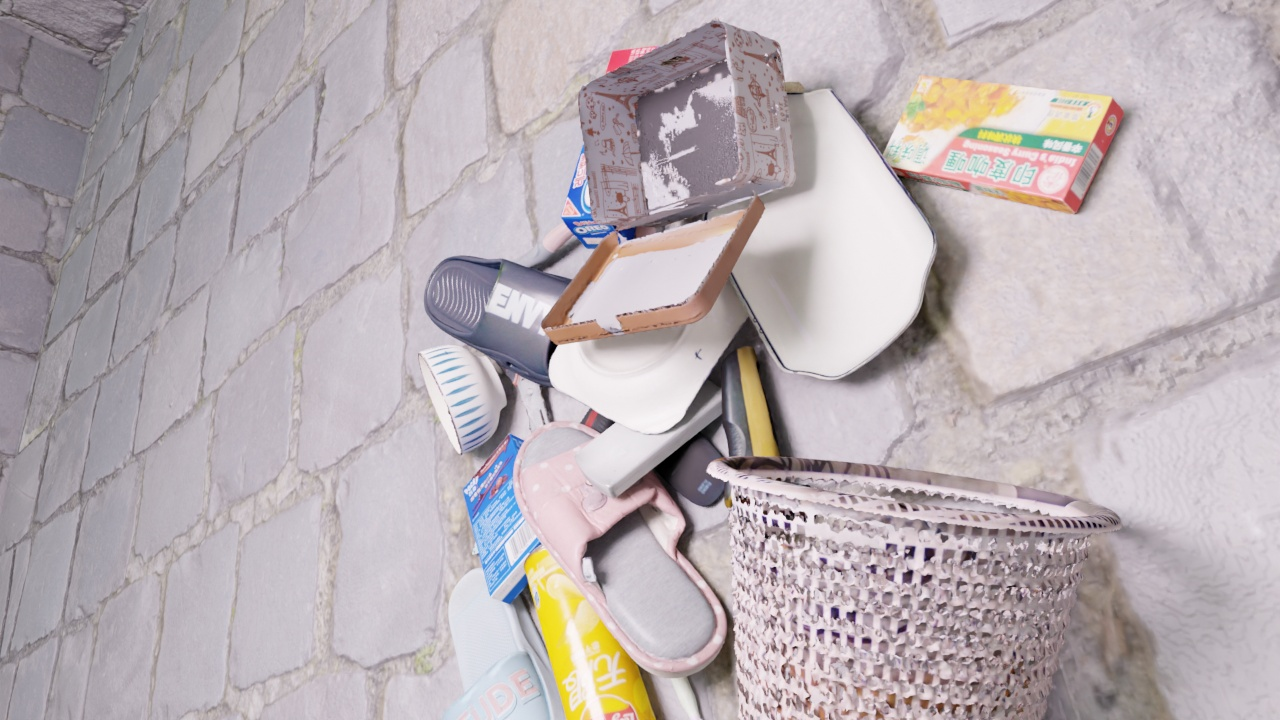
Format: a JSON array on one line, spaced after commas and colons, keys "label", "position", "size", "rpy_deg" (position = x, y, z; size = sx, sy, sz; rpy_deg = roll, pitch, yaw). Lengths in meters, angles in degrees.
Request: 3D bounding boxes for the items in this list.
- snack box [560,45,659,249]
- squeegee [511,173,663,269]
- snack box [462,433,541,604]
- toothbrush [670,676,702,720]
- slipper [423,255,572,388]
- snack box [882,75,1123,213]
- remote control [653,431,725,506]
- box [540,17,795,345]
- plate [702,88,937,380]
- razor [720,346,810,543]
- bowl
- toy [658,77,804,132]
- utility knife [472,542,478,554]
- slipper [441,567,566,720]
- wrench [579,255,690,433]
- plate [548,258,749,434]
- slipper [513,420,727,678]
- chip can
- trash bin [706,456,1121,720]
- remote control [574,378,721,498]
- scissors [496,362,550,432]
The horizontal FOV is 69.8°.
[{"label": "snack box", "position": [-0.018, -0.212, 0.911], "size": [0.058, 0.057, 0.207], "rpy_deg": [4, 68, 27]}, {"label": "squeegee", "position": [-0.083, -0.126, 0.976], "size": [0.250, 0.040, 0.247], "rpy_deg": [-27, 57, 35]}, {"label": "snack box", "position": [-0.127, 0.150, 0.890], "size": [0.085, 0.026, 0.157], "rpy_deg": [-50, 35, 14]}, {"label": "toothbrush", "position": [0.032, 0.251, 0.722], "size": [0.020, 0.029, 0.189], "rpy_deg": [95, 156, -44]}, {"label": "slipper", "position": [-0.141, -0.049, 0.922], "size": [0.268, 0.083, 0.110], "rpy_deg": [20, 90, 35]}, {"label": "snack box", "position": [0.258, -0.161, 0.671], "size": [0.156, 0.027, 0.077], "rpy_deg": [27, 94, 46]}, {"label": "remote control", "position": [0.027, 0.074, 0.796], "size": [0.053, 0.024, 0.136], "rpy_deg": [-58, 44, 10]}, {"label": "box", "position": [0.023, -0.136, 0.760], "size": [0.179, 0.125, 0.273], "rpy_deg": [-9, 64, 45]}, {"label": "plate", "position": [0.143, -0.104, 0.744], "size": [0.162, 0.034, 0.265], "rpy_deg": [-45, 49, 28]}, {"label": "razor", "position": [0.093, 0.062, 0.725], "size": [0.068, 0.062, 0.167], "rpy_deg": [-11, 55, 7]}, {"label": "bowl", "position": [-0.183, 0.034, 0.968], "size": [0.066, 0.117, 0.116], "rpy_deg": [-22, 44, -19]}, {"label": "toy", "position": [0.077, -0.236, 0.850], "size": [0.157, 0.066, 0.105], "rpy_deg": [12, 88, 29]}, {"label": "utility knife", "position": [-0.093, 0.165, 0.878], "size": [0.217, 0.018, 0.034], "rpy_deg": [-20, 61, 39]}, {"label": "slipper", "position": [-0.132, 0.291, 0.822], "size": [0.104, 0.074, 0.245], "rpy_deg": [-45, 46, 19]}, {"label": "wrench", "position": [-0.005, 0.005, 0.857], "size": [0.056, 0.016, 0.274], "rpy_deg": [40, 102, 33]}, {"label": "plate", "position": [0.000, -0.028, 0.799], "size": [0.164, 0.034, 0.164], "rpy_deg": [24, 75, 39]}, {"label": "slipper", "position": [-0.023, 0.139, 0.761], "size": [0.274, 0.114, 0.055], "rpy_deg": [52, 154, 39]}, {"label": "chip can", "position": [-0.037, 0.250, 0.750], "size": [0.072, 0.072, 0.213], "rpy_deg": [-42, 48, 23]}, {"label": "trash bin", "position": [0.142, 0.164, 0.531], "size": [0.228, 0.227, 0.192], "rpy_deg": [5, 89, 45]}, {"label": "remote control", "position": [0.010, 0.060, 0.773], "size": [0.135, 0.019, 0.056], "rpy_deg": [-37, 43, -17]}, {"label": "scissors", "position": [-0.107, 0.011, 0.944], "size": [0.206, 0.015, 0.196], "rpy_deg": [27, 95, 39]}]
